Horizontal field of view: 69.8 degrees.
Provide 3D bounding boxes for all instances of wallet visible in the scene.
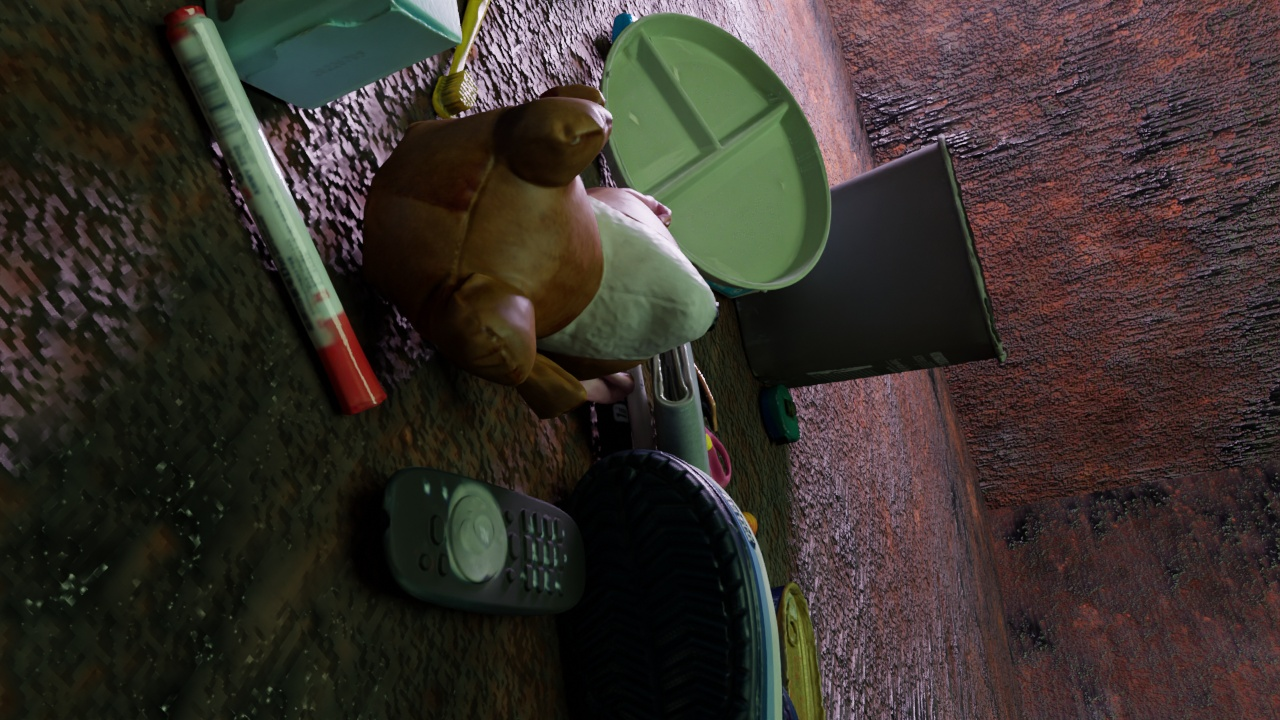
[{"bbox_3d":[0.028,0.039,0.544,0.106,0.037,0.130,-92,174,-51],"label":"wallet"}]

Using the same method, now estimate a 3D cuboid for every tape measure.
[{"bbox_3d":[0.132,0.050,0.863,0.054,0.025,0.058,11,65,-67],"label":"tape measure"}]

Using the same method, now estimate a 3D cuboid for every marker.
[{"bbox_3d":[-0.017,0.029,0.523,0.020,0.022,0.132,24,53,-53],"label":"marker"},{"bbox_3d":[-0.125,-0.049,0.318,0.145,0.017,0.017,69,23,-14],"label":"marker"}]

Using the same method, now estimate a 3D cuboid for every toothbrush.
[{"bbox_3d":[-0.087,-0.194,0.504,0.016,0.017,0.189,54,30,-43],"label":"toothbrush"},{"bbox_3d":[-0.003,0.003,0.576,0.020,0.029,0.189,-3,76,-24],"label":"toothbrush"}]

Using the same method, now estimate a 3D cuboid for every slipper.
[{"bbox_3d":[0.031,0.166,0.433,0.095,0.105,0.252,17,63,-56],"label":"slipper"}]

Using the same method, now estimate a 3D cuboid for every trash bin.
[{"bbox_3d":[0.215,-0.072,0.881,0.198,0.220,0.198,17,60,-65],"label":"trash bin"}]

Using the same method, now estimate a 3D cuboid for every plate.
[{"bbox_3d":[0.059,-0.157,0.700,0.230,0.028,0.229,15,65,-34],"label":"plate"}]

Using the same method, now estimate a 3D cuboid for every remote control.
[{"bbox_3d":[-0.064,0.077,0.375,0.136,0.024,0.053,33,48,-57],"label":"remote control"}]

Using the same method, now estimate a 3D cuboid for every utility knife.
[{"bbox_3d":[0.012,-0.270,0.790,0.185,0.018,0.034,-33,122,-68],"label":"utility knife"}]

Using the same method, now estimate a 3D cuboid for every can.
[{"bbox_3d":[0.089,0.224,0.612,0.074,0.049,0.147,49,33,-48],"label":"can"}]

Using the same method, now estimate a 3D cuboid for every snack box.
[{"bbox_3d":[-0.121,-0.189,0.342,0.051,0.074,0.174,15,62,-64],"label":"snack box"}]

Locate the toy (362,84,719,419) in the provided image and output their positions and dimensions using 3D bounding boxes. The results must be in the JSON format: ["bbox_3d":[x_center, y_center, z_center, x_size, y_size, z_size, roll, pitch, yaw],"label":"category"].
[{"bbox_3d":[-0.028,-0.042,0.418,0.140,0.130,0.199,-69,163,-3],"label":"toy"}]

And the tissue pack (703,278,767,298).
[{"bbox_3d":[0.077,-0.110,0.781,0.140,0.063,0.090,15,61,-65],"label":"tissue pack"}]

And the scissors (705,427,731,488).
[{"bbox_3d":[0.026,0.035,0.638,0.076,0.017,0.137,-36,105,-57],"label":"scissors"}]

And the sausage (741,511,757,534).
[{"bbox_3d":[0.052,0.123,0.627,0.165,0.021,0.021,3,73,-67],"label":"sausage"}]
